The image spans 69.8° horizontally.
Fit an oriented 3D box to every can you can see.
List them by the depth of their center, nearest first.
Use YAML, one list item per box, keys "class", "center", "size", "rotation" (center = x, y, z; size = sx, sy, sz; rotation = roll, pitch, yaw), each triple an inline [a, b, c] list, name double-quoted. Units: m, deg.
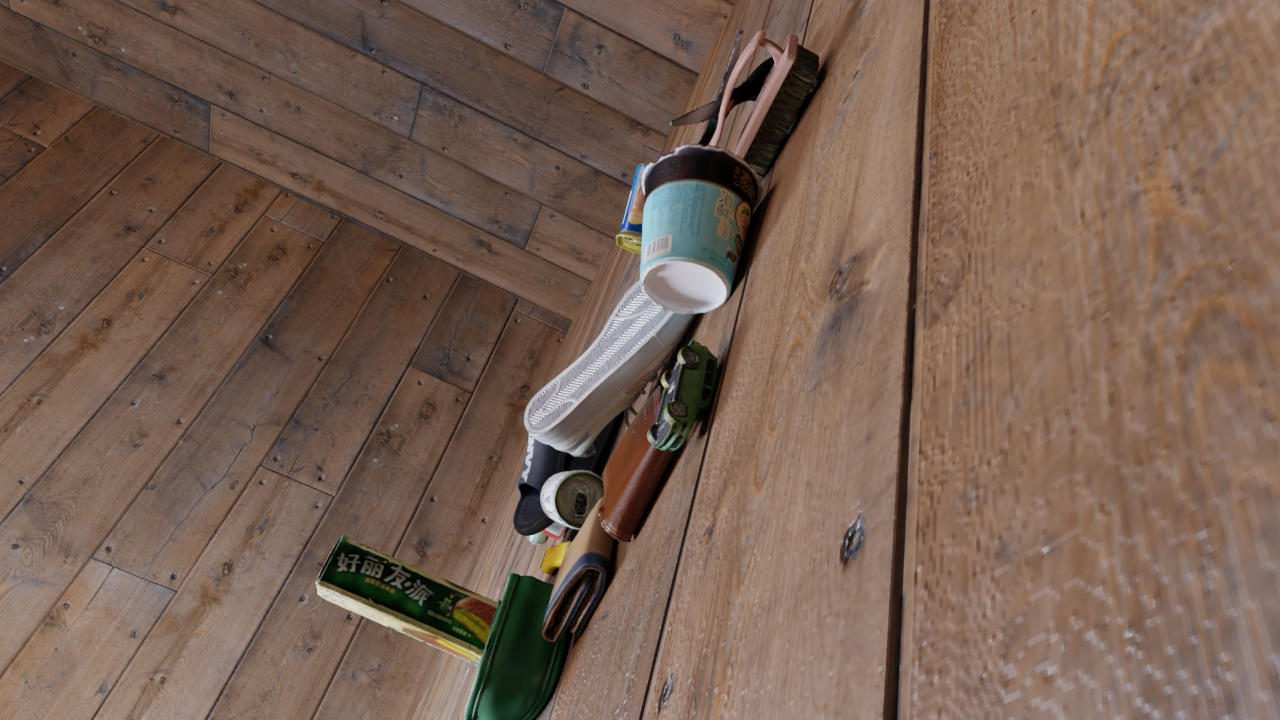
- class: "can"
  center: [0.034, -0.150, 0.949]
  size: [0.057, 0.102, 0.083]
  rotation: [80, -156, -81]
- class: "can"
  center: [-0.070, 0.144, 0.953]
  size: [0.147, 0.058, 0.058]
  rotation: [147, 147, -77]

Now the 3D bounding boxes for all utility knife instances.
- class: "utility knife"
  center: [-0.093, 0.224, 1.034]
  size: [0.154, 0.015, 0.033]
  rotation: [137, 151, -69]

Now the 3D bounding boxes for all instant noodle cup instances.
- class: "instant noodle cup"
  center: [0.048, -0.109, 0.813]
  size: [0.111, 0.111, 0.120]
  rotation: [125, 159, -56]

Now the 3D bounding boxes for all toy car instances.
- class: "toy car"
  center: [0.032, 0.028, 0.684]
  size: [0.043, 0.036, 0.091]
  rotation: [-54, 12, 52]

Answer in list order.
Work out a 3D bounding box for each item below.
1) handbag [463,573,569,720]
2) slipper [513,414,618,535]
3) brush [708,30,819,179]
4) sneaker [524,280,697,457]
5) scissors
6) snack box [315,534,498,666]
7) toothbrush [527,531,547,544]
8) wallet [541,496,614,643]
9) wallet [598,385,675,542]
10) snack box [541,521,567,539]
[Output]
- class: "handbag"
  center: [-0.109, 0.267, 0.829]
  size: [0.131, 0.068, 0.120]
  rotation: [-78, 8, -57]
- class: "slipper"
  center: [-0.093, 0.082, 1.098]
  size: [0.111, 0.083, 0.267]
  rotation: [-18, 38, 59]
- class: "brush"
  center: [0.108, -0.233, 0.864]
  size: [0.063, 0.073, 0.146]
  rotation: [-75, 10, -51]
- class: "sneaker"
  center: [-0.006, 0.005, 0.931]
  size: [0.242, 0.090, 0.089]
  rotation: [-46, 40, 8]
- class: "scissors"
  center: [0.092, -0.254, 0.933]
  size: [0.220, 0.022, 0.235]
  rotation: [-42, -15, -30]
- class: "snack box"
  center: [-0.248, 0.284, 1.050]
  size: [0.115, 0.240, 0.063]
  rotation: [127, 167, -63]
- class: "toothbrush"
  center: [-0.106, 0.153, 1.264]
  size: [0.027, 0.026, 0.225]
  rotation: [-50, -18, -77]
- class: "wallet"
  center: [-0.050, 0.180, 0.800]
  size: [0.090, 0.033, 0.115]
  rotation: [-60, 8, 22]
- class: "wallet"
  center: [0.001, 0.081, 0.764]
  size: [0.101, 0.032, 0.124]
  rotation: [-61, 9, 14]
- class: "snack box"
  center: [-0.080, 0.143, 1.159]
  size: [0.077, 0.027, 0.155]
  rotation: [-58, 10, 43]
